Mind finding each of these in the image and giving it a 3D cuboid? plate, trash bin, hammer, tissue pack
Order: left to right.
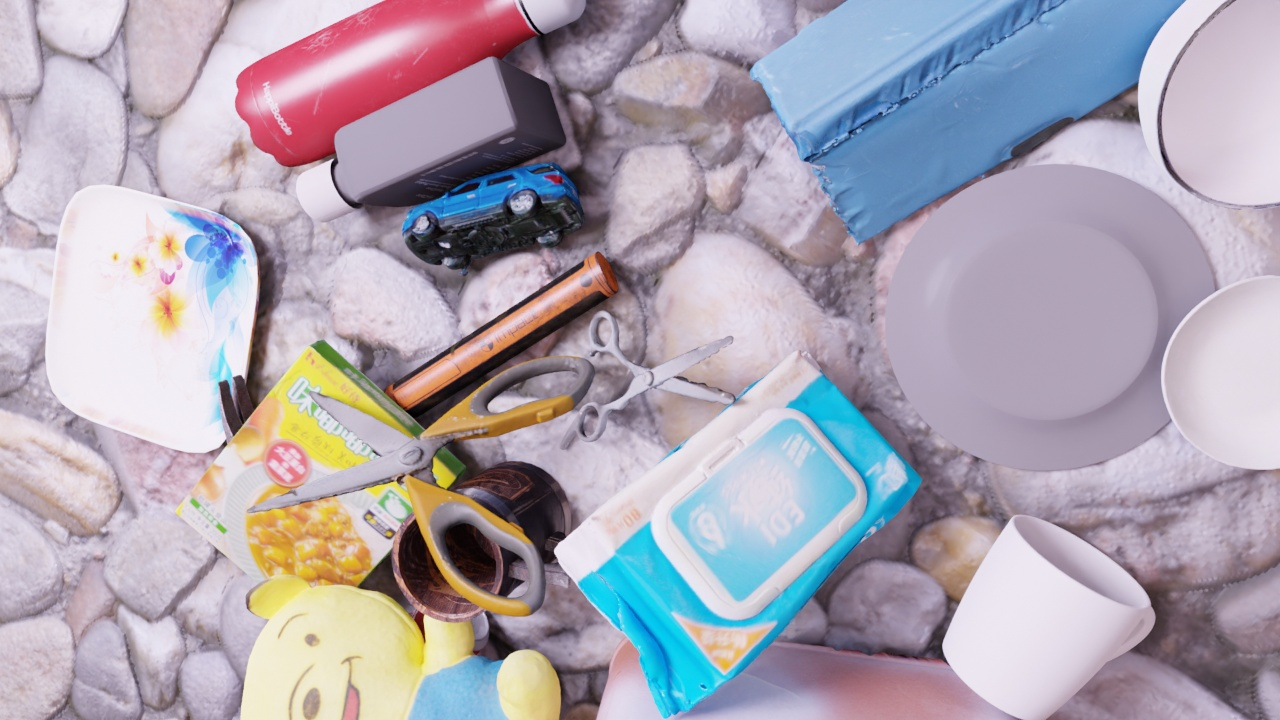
[{"bbox_3d":[-0.375,-0.033,0.708,0.187,0.016,0.187,15,100,14],"label":"plate"},{"bbox_3d":[-0.157,0.009,0.636,0.315,0.035,0.138,-31,95,15],"label":"hammer"},{"bbox_3d":[0.058,0.091,0.522,0.208,0.066,0.117,-37,81,-24],"label":"tissue pack"},{"bbox_3d":[0.095,0.275,0.514,0.260,0.157,0.181,6,99,6],"label":"trash bin"},{"bbox_3d":[0.234,-0.022,0.529,0.178,0.012,0.178,2,98,14],"label":"plate"},{"bbox_3d":[0.334,0.006,0.497,0.104,0.026,0.104,1,99,9],"label":"plate"}]

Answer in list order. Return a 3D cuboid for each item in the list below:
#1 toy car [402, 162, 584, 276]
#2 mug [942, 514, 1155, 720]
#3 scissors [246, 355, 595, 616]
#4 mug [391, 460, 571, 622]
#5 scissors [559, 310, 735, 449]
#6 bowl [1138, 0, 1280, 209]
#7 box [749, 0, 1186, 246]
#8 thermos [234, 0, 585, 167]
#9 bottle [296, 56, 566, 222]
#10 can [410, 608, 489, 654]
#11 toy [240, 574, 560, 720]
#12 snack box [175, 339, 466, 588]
[{"bbox_3d":[-0.097,-0.095,0.603,0.120,0.056,0.043,-14,66,12],"label":"toy car"},{"bbox_3d":[0.239,0.152,0.525,0.114,0.081,0.088,19,110,-18],"label":"mug"},{"bbox_3d":[-0.114,0.066,0.544,0.225,0.016,0.229,-21,49,-17],"label":"scissors"},{"bbox_3d":[-0.084,0.117,0.592,0.116,0.107,0.080,6,97,15],"label":"mug"},{"bbox_3d":[0.000,0.024,0.573,0.141,0.014,0.147,43,117,44],"label":"scissors"},{"bbox_3d":[0.306,-0.141,0.457,0.116,0.065,0.116,2,120,4],"label":"bowl"},{"bbox_3d":[0.193,-0.175,0.520,0.232,0.094,0.112,-31,131,15],"label":"box"},{"bbox_3d":[-0.147,-0.199,0.594,0.240,0.073,0.073,-18,91,17],"label":"thermos"},{"bbox_3d":[-0.144,-0.135,0.596,0.174,0.083,0.046,-18,91,18],"label":"bottle"},{"bbox_3d":[-0.155,0.211,0.651,0.054,0.054,0.097,44,105,8],"label":"can"},{"bbox_3d":[-0.155,0.225,0.580,0.214,0.084,0.148,12,77,13],"label":"toy"},{"bbox_3d":[-0.222,0.089,0.632,0.132,0.027,0.168,42,106,-3],"label":"snack box"}]
